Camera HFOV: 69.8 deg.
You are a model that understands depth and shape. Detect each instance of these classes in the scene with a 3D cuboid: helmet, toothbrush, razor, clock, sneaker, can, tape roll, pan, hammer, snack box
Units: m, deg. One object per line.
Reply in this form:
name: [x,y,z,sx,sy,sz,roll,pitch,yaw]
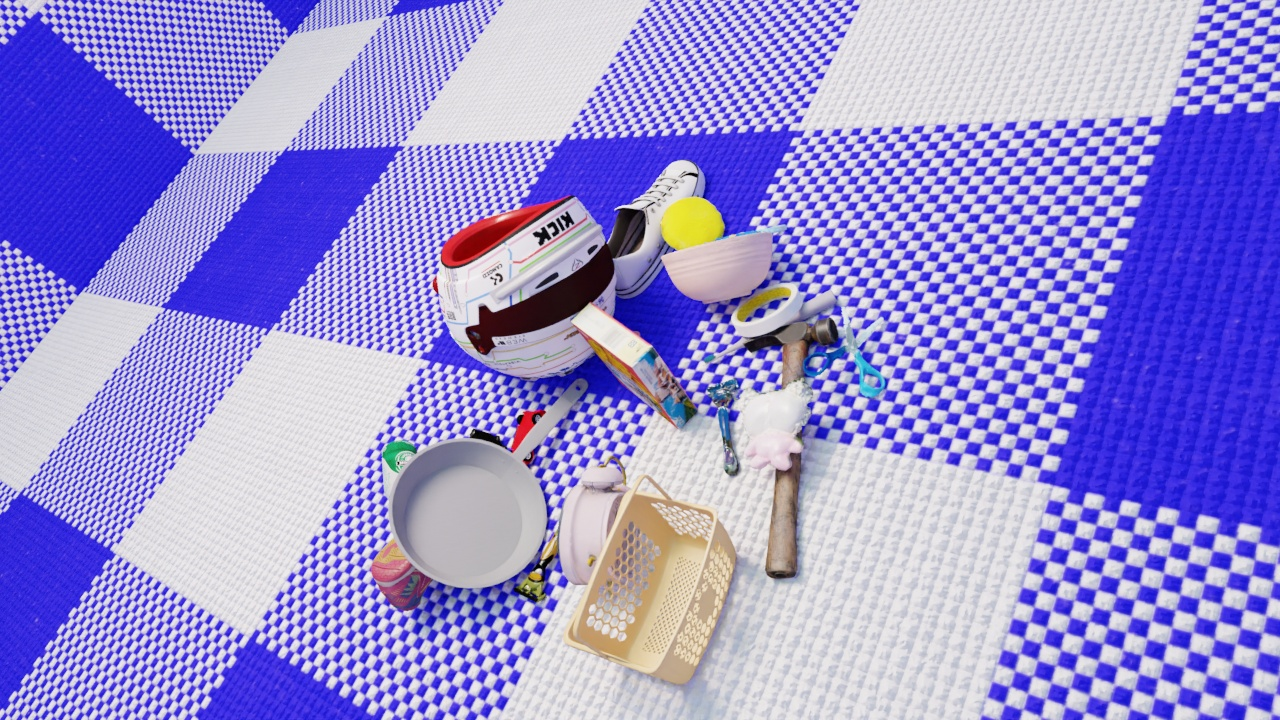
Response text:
helmet: [-0.149,-0.090,1.284,0.230,0.236,0.315,-39,22,-29]
toothbrush: [0.165,-0.039,1.186,0.188,0.019,0.018,-28,51,13]
razor: [-0.108,0.235,1.158,0.044,0.021,0.144,13,62,41]
clock: [-0.044,0.189,1.083,0.059,0.117,0.157,-2,55,21]
sneaker: [0.006,-0.219,1.384,0.091,0.097,0.245,17,68,42]
can: [-0.354,0.166,1.358,0.053,0.053,0.101,-31,44,10]
tape roll: [0.163,-0.066,1.185,0.094,0.019,0.094,-28,23,13]
pan: [-0.179,0.147,1.218,0.355,0.201,0.051,-49,-3,-37]
razor: [0.106,0.080,1.133,0.044,0.018,0.140,-21,47,19]
hammer: [0.166,0.096,1.073,0.120,0.033,0.329,-13,50,31]
sneaker: [-0.279,0.232,1.247,0.116,0.091,0.241,-3,35,27]
snack box: [-0.007,0.007,1.178,0.040,0.145,0.142,-45,44,-9]

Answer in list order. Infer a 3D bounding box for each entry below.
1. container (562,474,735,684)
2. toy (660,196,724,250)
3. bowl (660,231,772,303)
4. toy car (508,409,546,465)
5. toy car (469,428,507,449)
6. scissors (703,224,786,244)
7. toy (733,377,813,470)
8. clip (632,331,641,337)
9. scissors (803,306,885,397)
container: [0.008,0.233,0.971,0.129,0.167,0.183,6,59,37]
toy: [0.076,-0.198,1.343,0.094,0.041,0.095,9,68,1]
bowl: [0.108,-0.119,1.224,0.153,0.152,0.076,-10,93,28]
toy car: [-0.160,0.109,1.288,0.038,0.025,0.089,-7,61,42]
toy car: [-0.219,0.125,1.297,0.036,0.042,0.092,-68,25,6]
scissors: [0.145,-0.173,1.275,0.130,0.013,0.125,-16,8,-9]
toy: [0.153,0.077,1.046,0.096,0.041,0.108,-13,57,34]
clip: [-0.021,-0.013,1.298,0.059,0.045,0.023,-23,38,-30]
scissors: [0.241,-0.014,1.087,0.119,0.014,0.129,-1,60,-1]
